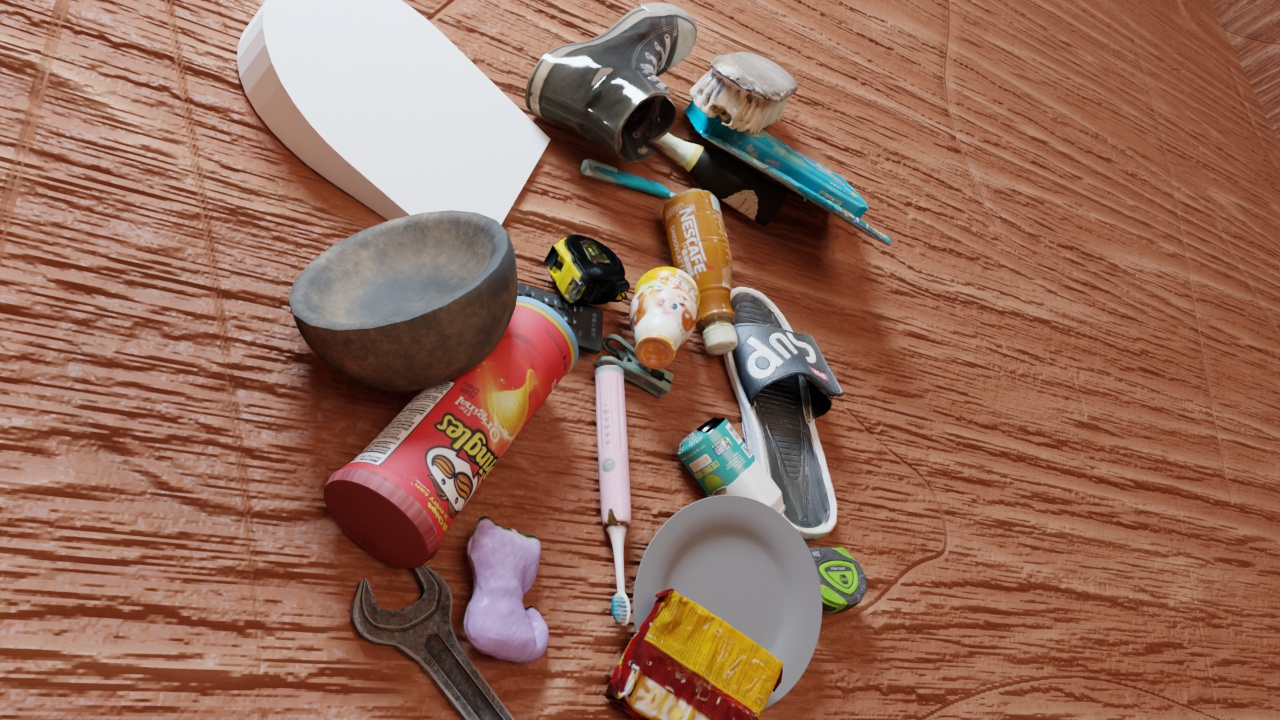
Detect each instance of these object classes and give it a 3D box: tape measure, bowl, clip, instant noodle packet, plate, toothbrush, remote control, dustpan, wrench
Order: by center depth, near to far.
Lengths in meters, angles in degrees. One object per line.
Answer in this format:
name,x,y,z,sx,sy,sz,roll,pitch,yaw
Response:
wrench,-0.101,0.254,0.636,0.273,0.010,0.069,52,48,0
bowl,-0.165,-0.041,0.672,0.161,0.162,0.070,-52,141,-41
instant noodle packet,0.046,0.250,0.712,0.135,0.040,0.098,36,68,-12
plate,0.073,0.202,0.763,0.178,0.012,0.178,5,78,-24
toothbrush,-0.021,0.107,0.763,0.026,0.027,0.222,37,42,-52
remote control,-0.103,-0.042,0.794,0.150,0.022,0.047,17,57,-25
dustpan,-0.221,-0.217,0.809,0.257,0.053,0.191,42,48,-24
tape measure,-0.048,-0.081,0.826,0.071,0.042,0.072,-4,42,-43
clip,-0.005,0.006,0.835,0.075,0.023,0.037,30,50,-21
tape measure,0.174,0.203,0.844,0.065,0.036,0.058,7,52,-29

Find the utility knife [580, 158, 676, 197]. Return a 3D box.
utility knife,0.000,-0.182,0.948,0.140,0.015,0.022,12,38,-31

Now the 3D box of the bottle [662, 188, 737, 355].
bottle,0.064,-0.087,0.911,0.059,0.059,0.167,4,64,-34

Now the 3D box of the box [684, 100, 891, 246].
box,0.162,-0.207,1.014,0.226,0.039,0.181,25,23,-23

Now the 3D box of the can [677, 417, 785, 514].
can,0.081,0.103,0.819,0.101,0.055,0.054,53,48,1

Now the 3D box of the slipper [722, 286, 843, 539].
slipper,0.146,0.041,0.897,0.111,0.063,0.263,9,63,-32

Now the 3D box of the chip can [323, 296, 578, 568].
chip can,-0.131,0.045,0.680,0.087,0.087,0.212,42,48,-8

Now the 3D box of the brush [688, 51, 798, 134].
brush,0.119,-0.296,1.002,0.083,0.057,0.270,34,25,2

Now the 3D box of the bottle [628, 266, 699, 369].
bottle,0.019,-0.037,0.837,0.063,0.063,0.108,34,36,-16

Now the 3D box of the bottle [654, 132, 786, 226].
bottle,0.070,-0.212,0.996,0.184,0.046,0.045,30,51,-9

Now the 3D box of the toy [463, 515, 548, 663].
toy,-0.096,0.170,0.670,0.080,0.037,0.099,33,44,-37

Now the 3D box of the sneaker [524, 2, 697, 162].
sneaker,0.006,-0.285,0.935,0.120,0.095,0.234,37,46,18
